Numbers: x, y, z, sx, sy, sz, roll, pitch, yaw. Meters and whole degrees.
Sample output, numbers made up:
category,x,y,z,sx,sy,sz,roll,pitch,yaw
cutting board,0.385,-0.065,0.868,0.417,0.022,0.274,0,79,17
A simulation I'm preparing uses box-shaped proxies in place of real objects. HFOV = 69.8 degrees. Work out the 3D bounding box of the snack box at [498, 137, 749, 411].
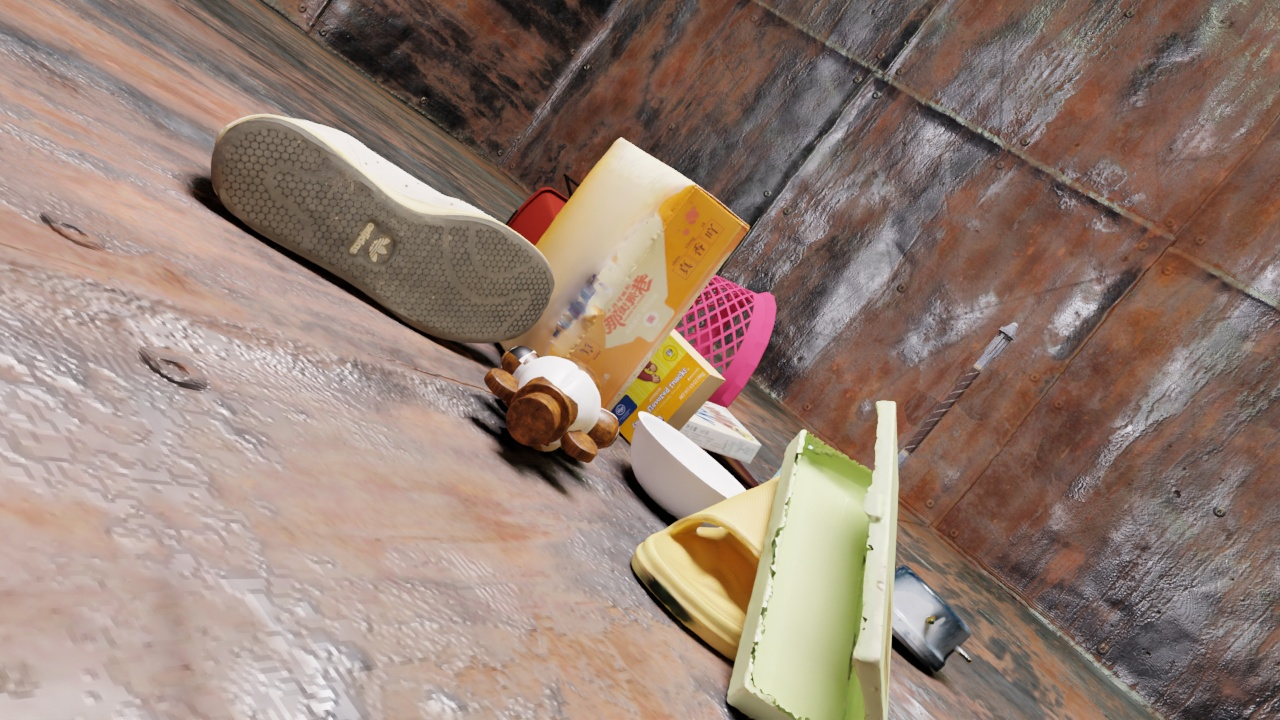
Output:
category,x,y,z,sx,sy,sz,roll,pitch,yaw
snack box,-0.031,-0.067,0.716,0.080,0.195,0.145,32,9,-35

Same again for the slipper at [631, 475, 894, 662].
category,x,y,z,sx,sy,sz,roll,pitch,yaw
slipper,0.101,0.122,0.564,0.099,0.078,0.263,48,20,28

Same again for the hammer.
category,x,y,z,sx,sy,sz,roll,pitch,yaw
hammer,0.321,0.085,1.048,0.098,0.322,0.044,38,7,-8

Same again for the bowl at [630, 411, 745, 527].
category,x,y,z,sx,sy,sz,roll,pitch,yaw
bowl,0.029,0.087,0.661,0.110,0.040,0.110,38,6,-5

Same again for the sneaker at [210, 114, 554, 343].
category,x,y,z,sx,sy,sz,roll,pitch,yaw
sneaker,-0.173,-0.088,0.621,0.241,0.089,0.102,29,3,-36

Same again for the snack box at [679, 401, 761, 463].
category,x,y,z,sx,sy,sz,roll,pitch,yaw
snack box,0.044,0.056,0.920,0.150,0.026,0.082,20,15,-33

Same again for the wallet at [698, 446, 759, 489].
category,x,y,z,sx,sy,sz,roll,pitch,yaw
wallet,0.086,0.106,0.989,0.115,0.018,0.091,38,6,-30

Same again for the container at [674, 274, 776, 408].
category,x,y,z,sx,sy,sz,roll,pitch,yaw
container,0.016,-0.056,1.097,0.225,0.183,0.183,29,8,-14

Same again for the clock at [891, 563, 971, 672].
category,x,y,z,sx,sy,sz,roll,pitch,yaw
clock,0.242,0.224,0.829,0.090,0.052,0.129,45,0,-20

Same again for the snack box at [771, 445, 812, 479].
category,x,y,z,sx,sy,sz,roll,pitch,yaw
snack box,0.182,0.143,0.982,0.053,0.075,0.174,39,6,-1

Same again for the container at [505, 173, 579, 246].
category,x,y,z,sx,sy,sz,roll,pitch,yaw
container,-0.115,-0.168,1.291,0.148,0.127,0.200,34,18,-31

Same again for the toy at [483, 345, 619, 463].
category,x,y,z,sx,sy,sz,roll,pitch,yaw
toy,-0.054,0.028,0.551,0.087,0.067,0.112,39,15,1

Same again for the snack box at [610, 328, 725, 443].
category,x,y,z,sx,sy,sz,roll,pitch,yaw
snack box,-0.005,0.005,0.792,0.126,0.088,0.040,46,12,23

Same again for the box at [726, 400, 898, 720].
category,x,y,z,sx,sy,sz,roll,pitch,yaw
box,0.106,0.109,0.475,0.077,0.089,0.187,48,33,-18
